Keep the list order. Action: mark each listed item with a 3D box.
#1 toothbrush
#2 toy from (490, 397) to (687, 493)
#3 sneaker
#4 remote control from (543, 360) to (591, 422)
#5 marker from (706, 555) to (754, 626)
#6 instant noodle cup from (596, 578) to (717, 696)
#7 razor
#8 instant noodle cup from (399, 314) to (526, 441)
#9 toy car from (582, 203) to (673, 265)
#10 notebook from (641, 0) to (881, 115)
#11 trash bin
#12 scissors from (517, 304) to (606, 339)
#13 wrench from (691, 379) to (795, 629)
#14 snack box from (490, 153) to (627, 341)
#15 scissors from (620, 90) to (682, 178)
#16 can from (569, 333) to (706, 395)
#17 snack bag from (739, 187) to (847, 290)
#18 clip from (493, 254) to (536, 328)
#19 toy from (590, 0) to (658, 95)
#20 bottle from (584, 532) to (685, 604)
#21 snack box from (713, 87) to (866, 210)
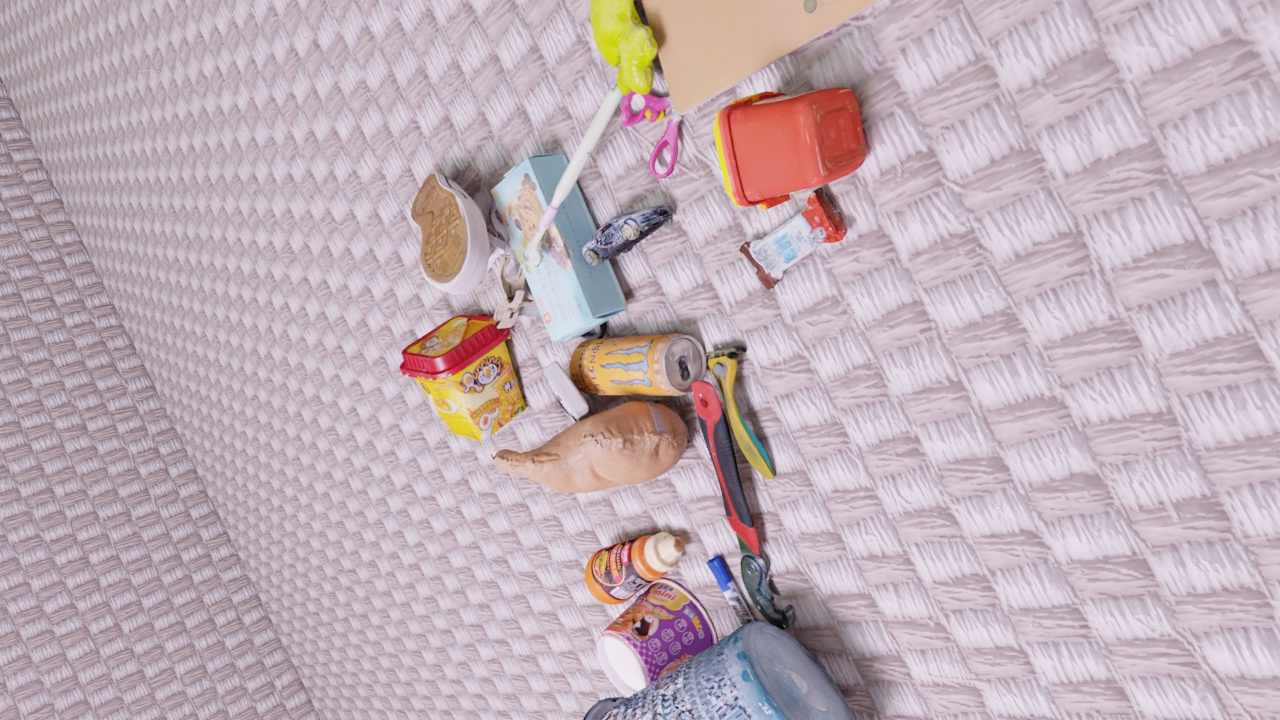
[{"bbox_3d":[-0.061,-0.169,0.838,0.190,0.020,0.029,-59,37,23],"label":"toothbrush"},{"bbox_3d":[-0.054,0.096,0.940,0.227,0.143,0.082,-20,67,42],"label":"toy"},{"bbox_3d":[-0.185,-0.132,0.982,0.118,0.087,0.241,-58,31,14],"label":"sneaker"},{"bbox_3d":[-0.076,0.038,0.966,0.058,0.021,0.150,54,173,7],"label":"remote control"},{"bbox_3d":[0.110,0.269,0.947,0.017,0.016,0.146,-32,86,52],"label":"marker"},{"bbox_3d":[0.013,0.314,1.018,0.112,0.099,0.112,24,126,39],"label":"instant noodle cup"},{"bbox_3d":[0.094,0.051,0.837,0.043,0.028,0.132,-11,104,47],"label":"razor"},{"bbox_3d":[-0.206,0.023,1.103,0.116,0.116,0.124,8,127,46],"label":"instant noodle cup"},{"bbox_3d":[-0.014,-0.119,0.845,0.106,0.048,0.031,-24,94,51],"label":"toy car"},{"bbox_3d":[0.073,-0.288,0.673,0.208,0.008,0.148,-15,93,51],"label":"notebook"},{"bbox_3d":[0.087,0.362,0.861,0.195,0.226,0.226,-46,71,16],"label":"trash bin"},{"bbox_3d":[-0.096,-0.046,1.007,0.133,0.014,0.176,56,141,11],"label":"scissors"},{"bbox_3d":[0.094,0.141,0.873,0.056,0.016,0.273,8,122,54],"label":"wrench"},{"bbox_3d":[-0.082,-0.111,0.911,0.074,0.051,0.175,-26,85,47],"label":"snack box"},{"bbox_3d":[0.032,-0.205,0.769,0.136,0.017,0.108,-6,99,48],"label":"scissors"},{"bbox_3d":[-0.005,0.005,0.897,0.146,0.058,0.058,-2,108,49],"label":"can"},{"bbox_3d":[0.119,-0.093,0.725,0.045,0.026,0.106,53,142,-1],"label":"snack bag"},{"bbox_3d":[-0.141,-0.082,1.018,0.102,0.035,0.095,-16,85,61],"label":"clip"},{"bbox_3d":[-0.016,-0.273,0.764,0.100,0.031,0.097,54,149,34],"label":"toy"},{"bbox_3d":[-0.002,0.225,1.019,0.150,0.066,0.066,-36,82,44],"label":"bottle"},{"bbox_3d":[0.109,-0.154,0.655,0.080,0.091,0.082,0,110,41],"label":"snack box"}]
